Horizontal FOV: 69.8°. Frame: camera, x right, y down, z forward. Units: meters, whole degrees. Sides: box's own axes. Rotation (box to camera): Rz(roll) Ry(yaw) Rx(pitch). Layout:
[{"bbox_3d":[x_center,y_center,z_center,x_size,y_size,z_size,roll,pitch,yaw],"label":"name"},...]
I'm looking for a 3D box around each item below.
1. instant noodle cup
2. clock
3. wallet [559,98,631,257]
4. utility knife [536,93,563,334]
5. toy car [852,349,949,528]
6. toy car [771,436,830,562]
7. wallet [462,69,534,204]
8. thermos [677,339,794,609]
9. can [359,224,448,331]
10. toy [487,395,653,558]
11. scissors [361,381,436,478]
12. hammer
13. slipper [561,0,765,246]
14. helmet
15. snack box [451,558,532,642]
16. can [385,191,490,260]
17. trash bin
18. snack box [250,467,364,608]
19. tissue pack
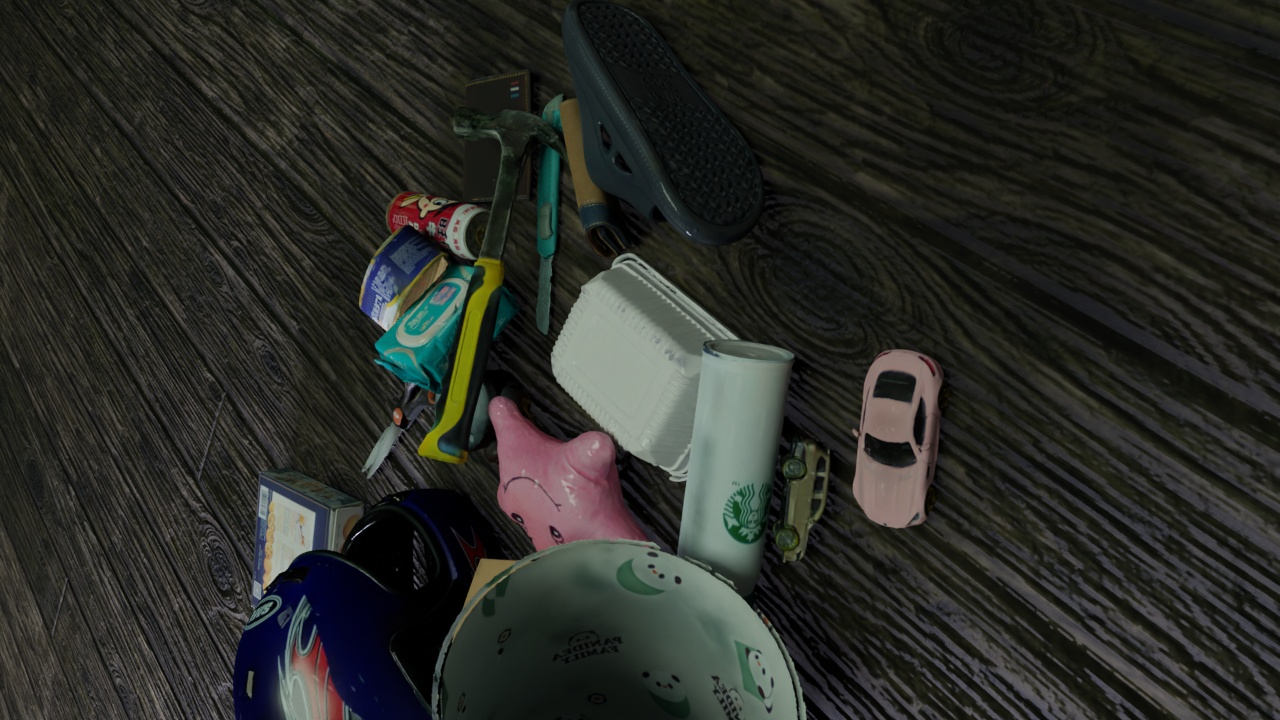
[{"bbox_3d":[-0.005,0.004,0.758,0.173,0.060,0.138,43,117,34],"label":"instant noodle cup"},{"bbox_3d":[-0.146,0.052,0.884,0.122,0.055,0.082,28,108,36],"label":"clock"},{"bbox_3d":[-0.040,-0.151,0.776,0.033,0.090,0.115,-15,78,6],"label":"wallet"},{"bbox_3d":[-0.086,-0.135,0.857,0.029,0.013,0.223,4,94,40],"label":"utility knife"},{"bbox_3d":[0.173,0.054,0.619,0.056,0.037,0.122,10,98,42],"label":"toy car"},{"bbox_3d":[0.115,0.102,0.664,0.035,0.042,0.090,9,93,6],"label":"toy car"},{"bbox_3d":[-0.139,-0.216,0.900,0.096,0.020,0.122,5,96,41],"label":"wallet"},{"bbox_3d":[0.067,0.101,0.683,0.073,0.073,0.224,17,107,40],"label":"thermos"},{"bbox_3d":[-0.241,-0.078,0.927,0.049,0.074,0.148,40,149,-2],"label":"can"},{"bbox_3d":[-0.064,0.128,0.800,0.195,0.074,0.179,17,121,39],"label":"toy"},{"bbox_3d":[-0.249,0.062,0.995,0.143,0.021,0.235,31,110,36],"label":"scissors"},{"bbox_3d":[-0.136,-0.068,0.819,0.126,0.032,0.323,10,82,13],"label":"hammer"},{"bbox_3d":[0.006,-0.178,0.728,0.084,0.110,0.268,-57,50,44],"label":"slipper"},{"bbox_3d":[-0.251,0.280,0.856,0.248,0.239,0.315,-31,69,36],"label":"helmet"},{"bbox_3d":[-0.088,0.225,0.790,0.093,0.094,0.076,-5,55,36],"label":"snack box"},{"bbox_3d":[-0.199,-0.137,0.929,0.133,0.053,0.053,19,102,40],"label":"can"},{"bbox_3d":[-0.028,0.294,0.645,0.229,0.229,0.252,43,140,32],"label":"trash bin"},{"bbox_3d":[-0.412,0.241,1.124,0.183,0.045,0.178,13,99,40],"label":"snack box"},{"bbox_3d":[-0.189,-0.030,0.881,0.093,0.050,0.133,17,62,45],"label":"tissue pack"}]
